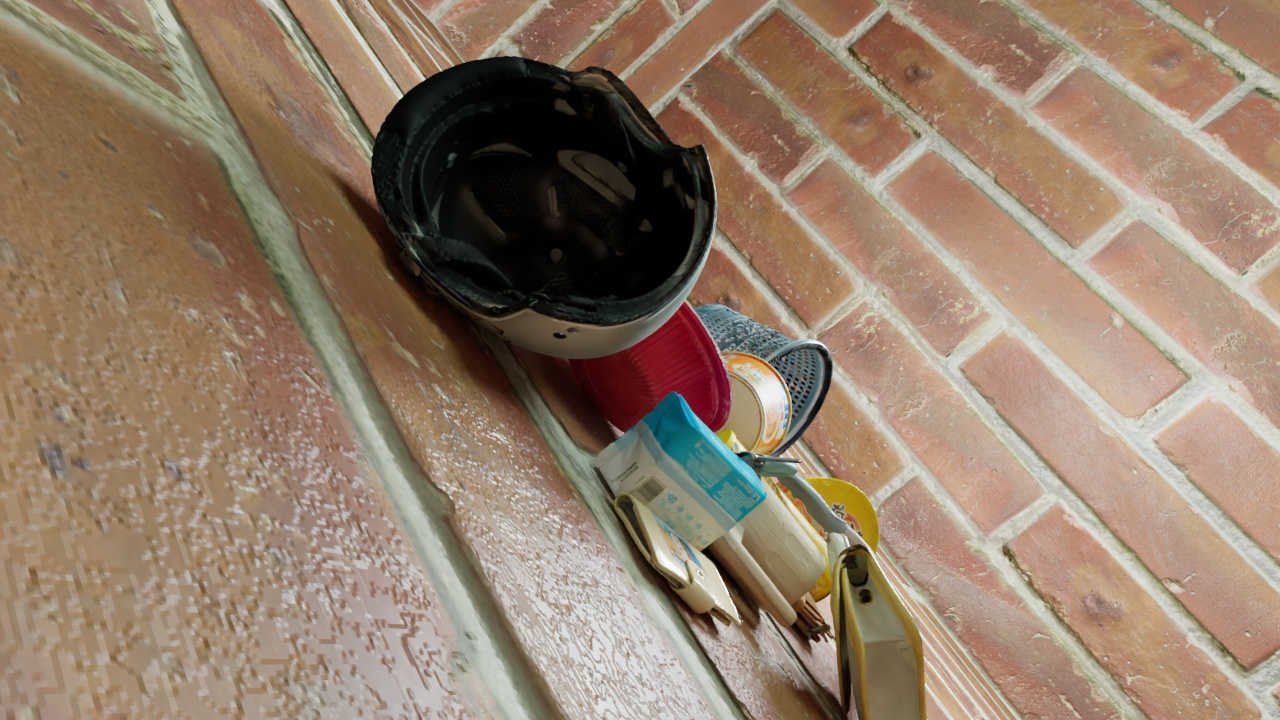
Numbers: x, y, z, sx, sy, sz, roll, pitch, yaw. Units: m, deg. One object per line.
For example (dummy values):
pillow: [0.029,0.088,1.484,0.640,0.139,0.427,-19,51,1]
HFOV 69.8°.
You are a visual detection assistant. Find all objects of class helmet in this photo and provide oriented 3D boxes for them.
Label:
helmet: [-0.071,-0.105,0.740,0.274,0.229,0.157,32,-22,19]

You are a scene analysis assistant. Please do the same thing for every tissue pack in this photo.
tissue pack: [0.035,0.095,0.763,0.140,0.090,0.063,45,9,-33]

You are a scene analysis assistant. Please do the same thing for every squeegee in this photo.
squeegee: [0.226,0.204,1.016,0.249,0.040,0.247,53,12,13]

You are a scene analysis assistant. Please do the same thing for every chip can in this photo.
chip can: [0.143,0.180,1.051,0.213,0.072,0.072,49,8,-8]

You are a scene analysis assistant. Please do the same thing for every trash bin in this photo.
trash bin: [0.143,0.022,1.390,0.195,0.226,0.226,39,0,37]

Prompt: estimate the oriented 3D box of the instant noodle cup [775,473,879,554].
instant noodle cup: [0.216,0.204,1.151,0.138,0.138,0.110,49,0,-7]

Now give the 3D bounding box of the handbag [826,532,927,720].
handbag: [0.200,0.249,0.844,0.178,0.063,0.163,-106,-178,-59]

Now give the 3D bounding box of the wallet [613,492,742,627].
wallet: [0.030,0.157,0.702,0.115,0.024,0.087,46,3,-35]

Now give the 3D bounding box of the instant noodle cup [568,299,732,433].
instant noodle cup: [-0.005,0.005,0.850,0.194,0.065,0.194,38,-31,27]

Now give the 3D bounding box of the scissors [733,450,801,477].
scissors: [0.091,0.098,0.892,0.179,0.171,0.019,23,70,-54]

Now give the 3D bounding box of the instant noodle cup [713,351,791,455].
instant noodle cup: [0.104,0.066,1.136,0.151,0.151,0.111,51,16,9]

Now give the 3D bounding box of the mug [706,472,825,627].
mug: [0.109,0.176,0.844,0.103,0.084,0.124,50,16,-5]

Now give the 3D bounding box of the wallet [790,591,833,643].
wallet: [0.145,0.233,0.964,0.130,0.035,0.119,48,1,-13]
